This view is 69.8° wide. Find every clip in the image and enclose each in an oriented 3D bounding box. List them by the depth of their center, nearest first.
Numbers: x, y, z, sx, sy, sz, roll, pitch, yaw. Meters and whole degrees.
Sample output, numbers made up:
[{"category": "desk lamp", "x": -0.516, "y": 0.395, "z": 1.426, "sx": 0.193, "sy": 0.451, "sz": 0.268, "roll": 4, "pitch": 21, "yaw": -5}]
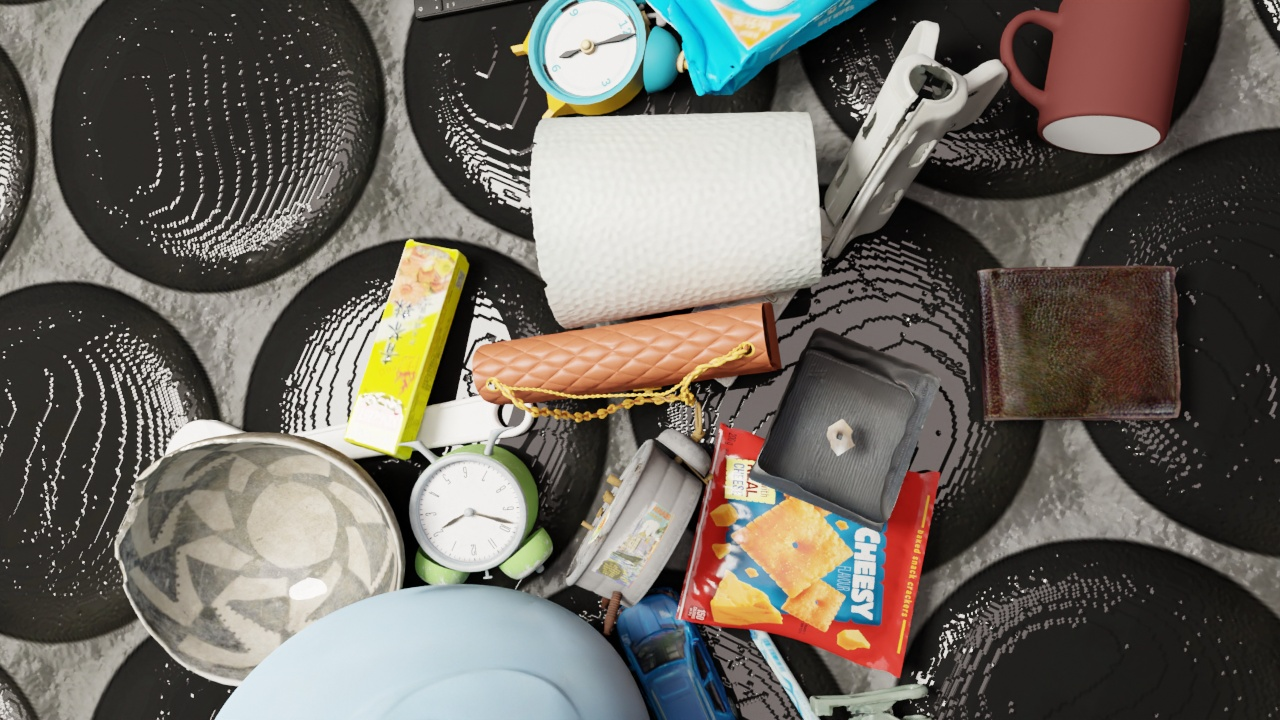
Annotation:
[{"category": "clip", "x": 0.163, "y": -0.142, "z": 0.570, "sx": 0.075, "sy": 0.125, "sz": 0.143, "roll": 33, "pitch": 66, "yaw": 5}, {"category": "clip", "x": 0.147, "y": 0.223, "z": 0.581, "sx": 0.076, "sy": 0.023, "sz": 0.045, "roll": -7, "pitch": 80, "yaw": -2}]

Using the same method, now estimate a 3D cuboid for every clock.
[{"category": "clock", "x": 0.002, "y": 0.092, "z": 0.580, "sx": 0.056, "sy": 0.104, "sz": 0.147, "roll": 32, "pitch": 85, "yaw": -1}, {"category": "clock", "x": -0.109, "y": 0.105, "z": 0.617, "sx": 0.094, "sy": 0.042, "sz": 0.119, "roll": -7, "pitch": 94, "yaw": 7}, {"category": "clock", "x": -0.022, "y": -0.222, "z": 0.636, "sx": 0.130, "sy": 0.043, "sz": 0.099, "roll": -26, "pitch": 83, "yaw": 12}]

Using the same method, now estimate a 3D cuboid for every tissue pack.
[{"category": "tissue pack", "x": 0.095, "y": -0.266, "z": 0.593, "sx": 0.209, "sy": 0.066, "sz": 0.117, "roll": -34, "pitch": 86, "yaw": -7}]

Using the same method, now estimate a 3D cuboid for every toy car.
[{"category": "toy car", "x": 0.026, "y": 0.207, "z": 0.594, "sx": 0.056, "sy": 0.043, "sz": 0.120, "roll": -26, "pitch": 80, "yaw": 8}]

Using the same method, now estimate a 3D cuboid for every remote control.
[{"category": "remote control", "x": 0.078, "y": -0.051, "z": 0.623, "sx": 0.050, "sy": 0.011, "sz": 0.136, "roll": 35, "pitch": 91, "yaw": 9}, {"category": "remote control", "x": -0.097, "y": -0.274, "z": 0.665, "sx": 0.140, "sy": 0.009, "sz": 0.030, "roll": -8, "pitch": 85, "yaw": 7}]

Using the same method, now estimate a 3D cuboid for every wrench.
[{"category": "wrench", "x": -0.208, "y": 0.057, "z": 0.652, "sx": 0.273, "sy": 0.018, "sz": 0.066, "roll": -10, "pitch": 84, "yaw": 6}]

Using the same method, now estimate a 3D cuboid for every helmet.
[{"category": "helmet", "x": -0.121, "y": 0.218, "z": 0.529, "sx": 0.265, "sy": 0.226, "sz": 0.166, "roll": 5, "pitch": 60, "yaw": -21}]

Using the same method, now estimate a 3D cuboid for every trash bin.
[{"category": "trash bin", "x": 0.027, "y": -0.092, "z": 0.570, "sx": 0.161, "sy": 0.133, "sz": 0.133, "roll": -4, "pitch": 85, "yaw": 8}]

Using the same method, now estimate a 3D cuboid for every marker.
[{"category": "marker", "x": 0.111, "y": 0.234, "z": 0.596, "sx": 0.013, "sy": 0.013, "sz": 0.142, "roll": -33, "pitch": 82, "yaw": 4}]

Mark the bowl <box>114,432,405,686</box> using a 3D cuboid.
[{"category": "bowl", "x": -0.241, "y": 0.121, "z": 0.613, "sx": 0.178, "sy": 0.081, "sz": 0.178, "roll": 0, "pitch": 106, "yaw": -1}]

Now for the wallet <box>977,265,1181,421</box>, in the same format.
[{"category": "wallet", "x": 0.278, "y": -0.010, "z": 0.585, "sx": 0.120, "sy": 0.031, "sz": 0.099, "roll": -1, "pitch": 88, "yaw": 5}]

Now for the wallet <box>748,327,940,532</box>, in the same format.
[{"category": "wallet", "x": 0.129, "y": 0.043, "z": 0.584, "sx": 0.089, "sy": 0.026, "sz": 0.114, "roll": 23, "pitch": 64, "yaw": 12}]

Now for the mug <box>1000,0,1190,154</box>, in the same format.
[{"category": "mug", "x": 0.277, "y": -0.183, "z": 0.573, "sx": 0.106, "sy": 0.073, "sz": 0.082, "roll": 11, "pitch": 87, "yaw": 5}]

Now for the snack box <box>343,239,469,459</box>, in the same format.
[{"category": "snack box", "x": -0.160, "y": -0.008, "z": 0.634, "sx": 0.040, "sy": 0.029, "sz": 0.148, "roll": 14, "pitch": 80, "yaw": 10}]

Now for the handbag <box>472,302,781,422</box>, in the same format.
[{"category": "handbag", "x": -0.003, "y": 0.003, "z": 0.571, "sx": 0.172, "sy": 0.108, "sz": 0.060, "roll": -8, "pitch": 88, "yaw": 13}]

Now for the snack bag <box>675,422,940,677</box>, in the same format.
[{"category": "snack bag", "x": 0.107, "y": 0.119, "z": 0.589, "sx": 0.144, "sy": 0.039, "sz": 0.130, "roll": 13, "pitch": 82, "yaw": 4}]
